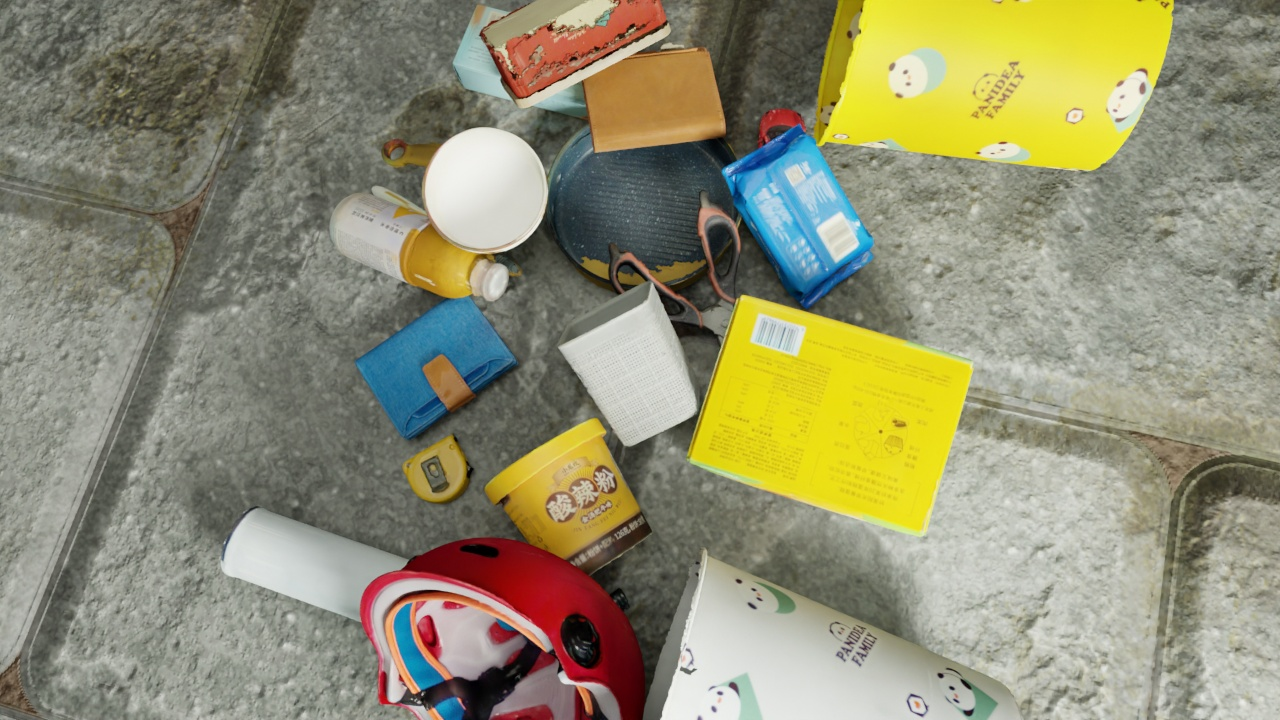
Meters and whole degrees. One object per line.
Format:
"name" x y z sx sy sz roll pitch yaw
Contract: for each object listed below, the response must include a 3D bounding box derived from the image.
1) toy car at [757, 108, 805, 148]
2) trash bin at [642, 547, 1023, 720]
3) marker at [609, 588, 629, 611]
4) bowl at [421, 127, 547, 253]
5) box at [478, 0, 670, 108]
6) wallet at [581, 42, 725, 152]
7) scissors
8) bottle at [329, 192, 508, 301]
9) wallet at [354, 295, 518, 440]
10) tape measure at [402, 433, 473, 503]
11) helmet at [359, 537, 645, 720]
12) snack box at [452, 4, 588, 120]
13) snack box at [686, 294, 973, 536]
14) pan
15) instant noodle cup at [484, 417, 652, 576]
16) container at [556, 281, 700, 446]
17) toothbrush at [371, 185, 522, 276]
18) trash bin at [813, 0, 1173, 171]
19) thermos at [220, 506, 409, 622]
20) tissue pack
"toy car" 0.141 -0.208 0.928 0.049 0.031 0.106 5 73 5
"trash bin" 0.130 0.291 0.698 0.252 0.230 0.229 18 76 4
"marker" -0.065 0.252 0.823 0.130 0.018 0.022 -38 84 -6
"bowl" -0.140 -0.153 0.852 0.113 0.062 0.113 0 88 1
"box" -0.066 -0.323 0.878 0.168 0.080 0.091 -29 38 -3
"wallet" 0.010 -0.260 0.904 0.131 0.031 0.107 -9 72 -6
"scissors" 0.066 -0.053 0.867 0.189 0.015 0.226 -4 91 -2
"bottle" -0.215 -0.107 0.897 0.190 0.068 0.068 23 77 20
"wallet" -0.200 0.003 0.895 0.133 0.040 0.106 -36 70 -5
"tape measure" -0.191 0.106 0.868 0.060 0.029 0.057 -30 75 -4
"helmet" -0.096 0.228 0.726 0.207 0.143 0.240 -21 103 32
"snack box" -0.102 -0.310 0.964 0.175 0.051 0.074 17 78 9
"snack box" 0.163 0.048 0.806 0.210 0.070 0.157 17 86 9
"pan" -0.076 -0.174 0.911 0.357 0.078 0.197 7 75 7
"instant noodle cup" -0.058 0.129 0.810 0.118 0.118 0.114 -32 82 -5
"container" -0.005 0.005 0.827 0.090 0.090 0.114 -26 104 12
"toothbrush" -0.201 -0.135 0.941 0.191 0.018 0.016 31 77 12
"trash bin" 0.312 -0.289 0.843 0.255 0.230 0.229 12 76 2
"thermos" -0.261 0.200 0.830 0.224 0.073 0.073 17 76 9
"tissue pack" 0.150 -0.137 0.874 0.095 0.052 0.157 -35 103 -5
